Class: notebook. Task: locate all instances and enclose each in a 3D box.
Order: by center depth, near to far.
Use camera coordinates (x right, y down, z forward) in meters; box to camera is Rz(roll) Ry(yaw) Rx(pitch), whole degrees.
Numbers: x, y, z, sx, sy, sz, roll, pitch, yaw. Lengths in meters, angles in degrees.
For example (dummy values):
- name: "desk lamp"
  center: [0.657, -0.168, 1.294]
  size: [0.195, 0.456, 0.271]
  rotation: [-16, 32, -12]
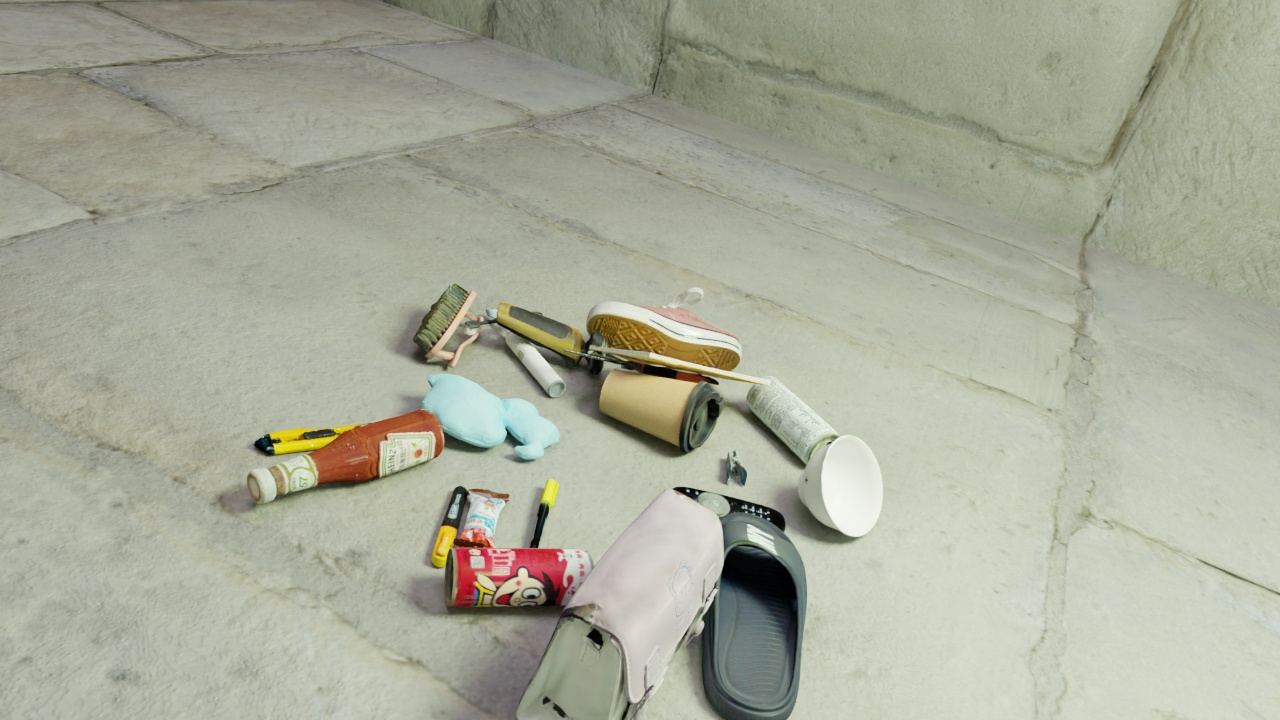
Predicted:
- name: "notebook"
  center: [0.053, 0.007, 1.235]
  size: [0.206, 0.010, 0.146]
  rotation: [12, -2, -34]

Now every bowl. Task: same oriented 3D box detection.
- name: "bowl"
  center: [0.228, 0.151, 1.095]
  size: [0.118, 0.118, 0.065]
  rotation: [-13, -1, -42]

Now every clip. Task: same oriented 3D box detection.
- name: "clip"
  center: [0.117, 0.131, 1.137]
  size: [0.044, 0.027, 0.058]
  rotation: [3, 25, -7]

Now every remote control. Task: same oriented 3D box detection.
- name: "remote control"
  center: [0.097, 0.176, 1.041]
  size: [0.136, 0.024, 0.053]
  rotation: [14, 34, -1]

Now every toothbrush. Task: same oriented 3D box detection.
- name: "toothbrush"
  center: [-0.164, -0.018, 1.271]
  size: [0.026, 0.027, 0.221]
  rotation: [13, 22, -41]
- name: "toothbrush"
  center: [-0.189, -0.055, 1.283]
  size: [0.016, 0.018, 0.180]
  rotation: [30, 21, 20]

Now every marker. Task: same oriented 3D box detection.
- name: "marker"
  center: [-0.192, 0.164, 0.930]
  size: [0.018, 0.015, 0.123]
  rotation: [16, 25, -8]
- name: "marker"
  center: [-0.102, 0.165, 0.968]
  size: [0.015, 0.018, 0.124]
  rotation: [9, 28, 0]

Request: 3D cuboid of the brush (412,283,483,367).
- name: "brush"
  center: [-0.257, -0.043, 1.241]
  size: [0.073, 0.063, 0.145]
  rotation: [41, 24, -16]

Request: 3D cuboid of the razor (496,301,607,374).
- name: "razor"
  center: [-0.120, -0.037, 1.259]
  size: [0.167, 0.068, 0.062]
  rotation: [24, 52, -16]

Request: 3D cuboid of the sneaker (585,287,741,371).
- name: "sneaker"
  center: [0.035, -0.048, 1.344]
  size: [0.241, 0.119, 0.087]
  rotation: [13, 45, -17]

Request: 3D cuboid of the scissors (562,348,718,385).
- name: "scissors"
  center: [0.003, 0.009, 1.224]
  size: [0.224, 0.015, 0.189]
  rotation: [13, -1, 0]

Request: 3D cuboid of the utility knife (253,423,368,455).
- name: "utility knife"
  center: [-0.333, 0.081, 1.014]
  size: [0.177, 0.015, 0.033]
  rotation: [-6, 37, -35]

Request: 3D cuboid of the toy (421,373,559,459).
- name: "toy"
  center: [-0.184, 0.066, 1.082]
  size: [0.156, 0.050, 0.161]
  rotation: [-5, 40, -46]

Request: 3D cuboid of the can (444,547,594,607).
- name: "can"
  center: [-0.112, 0.202, 0.856]
  size: [0.132, 0.053, 0.053]
  rotation: [5, 29, -19]

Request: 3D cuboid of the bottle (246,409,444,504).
- name: "bottle"
  center: [-0.300, 0.101, 0.948]
  size: [0.060, 0.060, 0.205]
  rotation: [34, 33, 32]

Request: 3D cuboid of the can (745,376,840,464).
- name: "can"
  center: [0.205, 0.082, 1.234]
  size: [0.058, 0.058, 0.146]
  rotation: [-4, 32, -32]

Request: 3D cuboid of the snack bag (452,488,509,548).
- name: "snack bag"
  center: [-0.161, 0.164, 0.934]
  size: [0.045, 0.026, 0.105]
  rotation: [9, 26, -4]

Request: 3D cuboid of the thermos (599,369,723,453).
- name: "thermos"
  center: [0.025, 0.058, 1.165]
  size: [0.143, 0.093, 0.092]
  rotation: [16, 26, 20]

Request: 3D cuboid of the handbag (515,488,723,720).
- name: "handbag"
  center: [-0.005, 0.219, 0.779]
  size: [0.098, 0.145, 0.196]
  rotation: [22, 29, 19]

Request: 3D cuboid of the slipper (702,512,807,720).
- name: "slipper"
  center: [0.118, 0.226, 0.892]
  size: [0.110, 0.083, 0.267]
  rotation: [14, 31, 0]
